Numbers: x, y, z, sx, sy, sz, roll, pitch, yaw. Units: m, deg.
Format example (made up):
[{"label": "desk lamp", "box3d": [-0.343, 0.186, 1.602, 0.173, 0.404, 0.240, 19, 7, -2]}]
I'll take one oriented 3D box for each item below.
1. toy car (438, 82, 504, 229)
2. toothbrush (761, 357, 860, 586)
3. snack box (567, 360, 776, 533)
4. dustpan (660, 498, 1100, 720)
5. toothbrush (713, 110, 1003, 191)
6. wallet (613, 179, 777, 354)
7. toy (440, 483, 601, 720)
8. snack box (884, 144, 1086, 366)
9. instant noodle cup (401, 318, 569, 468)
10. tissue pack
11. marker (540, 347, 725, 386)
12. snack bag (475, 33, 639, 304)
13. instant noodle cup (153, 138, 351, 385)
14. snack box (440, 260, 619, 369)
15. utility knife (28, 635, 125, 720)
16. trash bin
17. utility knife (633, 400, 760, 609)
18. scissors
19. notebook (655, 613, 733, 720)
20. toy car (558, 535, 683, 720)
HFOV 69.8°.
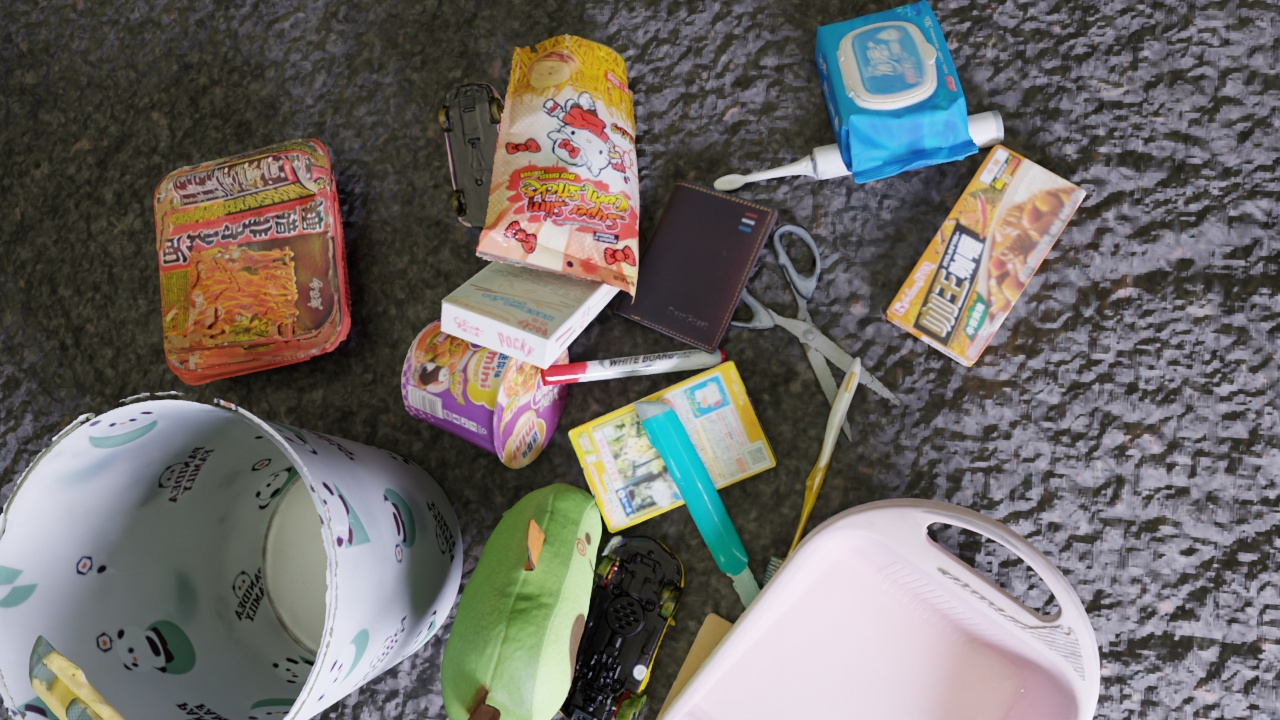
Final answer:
[{"label": "toy car", "box3d": [-0.135, -0.172, 0.774, 0.056, 0.037, 0.122, -7, 94, 13]}, {"label": "toothbrush", "box3d": [0.130, 0.086, 0.693, 0.018, 0.016, 0.191, 20, 90, 18]}, {"label": "snack box", "box3d": [0.024, 0.066, 0.706, 0.140, 0.033, 0.087, -24, 87, 6]}, {"label": "dustpan", "box3d": [0.154, 0.226, 0.603, 0.222, 0.139, 0.273, 32, 83, 13]}, {"label": "toothbrush", "box3d": [0.166, -0.159, 0.716, 0.221, 0.026, 0.026, -10, 89, 10]}, {"label": "wallet", "box3d": [0.043, -0.076, 0.724, 0.096, 0.020, 0.122, 24, 89, 30]}, {"label": "toy", "box3d": [-0.082, 0.182, 0.634, 0.090, 0.228, 0.246, 16, 48, 1]}, {"label": "snack box", "box3d": [0.256, -0.078, 0.688, 0.075, 0.026, 0.153, 33, 90, 14]}, {"label": "instant noodle cup", "box3d": [-0.122, 0.017, 0.715, 0.099, 0.111, 0.111, 15, 86, 22]}, {"label": "tissue pack", "box3d": [0.187, -0.204, 0.687, 0.095, 0.052, 0.157, -11, 60, 9]}, {"label": "marker", "box3d": [-0.004, 0.004, 0.702, 0.145, 0.017, 0.017, -6, 80, -16]}, {"label": "snack bag", "box3d": [-0.054, -0.149, 0.702, 0.128, 0.073, 0.207, 16, 57, -25]}, {"label": "instant noodle cup", "box3d": [-0.317, -0.078, 0.774, 0.165, 0.079, 0.188, -10, 80, 10]}, {"label": "snack box", "box3d": [-0.074, -0.053, 0.693, 0.085, 0.156, 0.027, 20, 124, 13]}, {"label": "utility knife", "box3d": [-0.285, 0.213, 0.508, 0.165, 0.018, 0.031, 35, 98, 8]}, {"label": "trash bin", "box3d": [-0.255, 0.148, 0.644, 0.230, 0.252, 0.229, -2, 82, 11]}, {"label": "utility knife", "box3d": [0.051, 0.117, 0.683, 0.029, 0.013, 0.205, -26, 96, 7]}, {"label": "scissors", "box3d": [0.126, -0.026, 0.714, 0.159, 0.014, 0.174, 7, 85, 11]}, {"label": "notebook", "box3d": [0.110, 0.302, 0.676, 0.208, 0.008, 0.148, 26, 88, 13]}, {"label": "toy car", "box3d": [-0.014, 0.208, 0.696, 0.071, 0.041, 0.156, 21, 89, 13]}]
